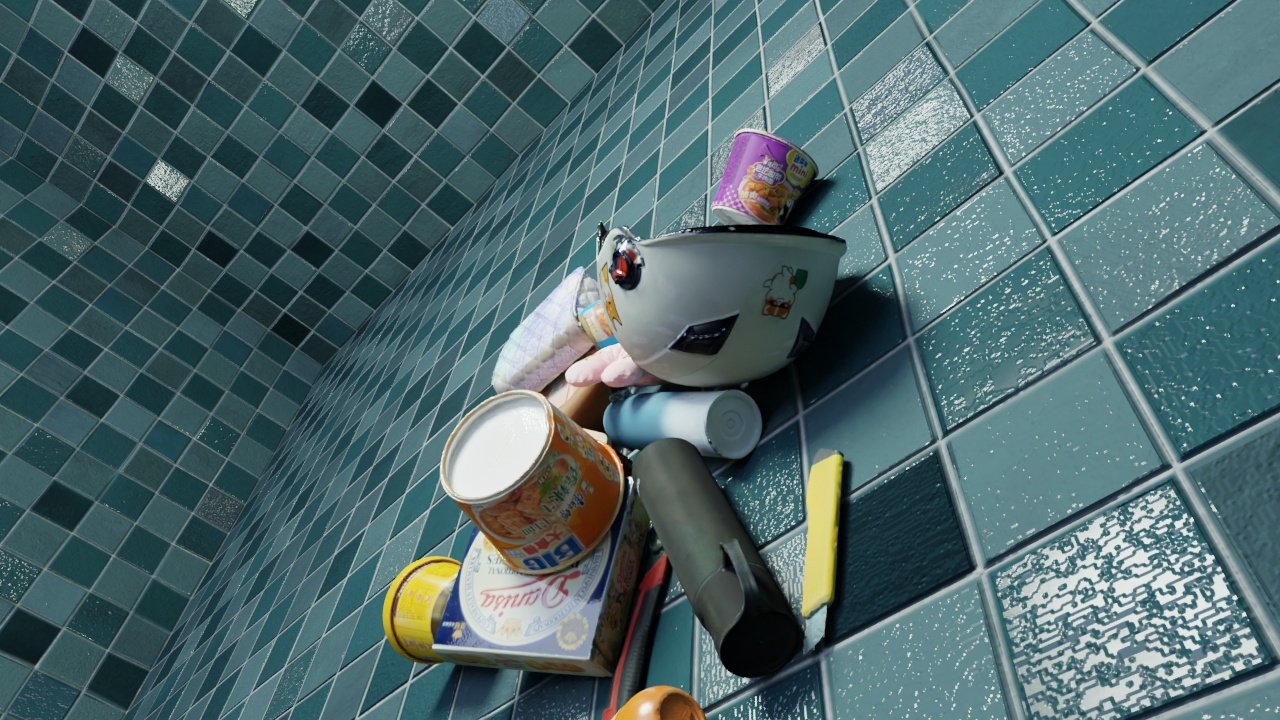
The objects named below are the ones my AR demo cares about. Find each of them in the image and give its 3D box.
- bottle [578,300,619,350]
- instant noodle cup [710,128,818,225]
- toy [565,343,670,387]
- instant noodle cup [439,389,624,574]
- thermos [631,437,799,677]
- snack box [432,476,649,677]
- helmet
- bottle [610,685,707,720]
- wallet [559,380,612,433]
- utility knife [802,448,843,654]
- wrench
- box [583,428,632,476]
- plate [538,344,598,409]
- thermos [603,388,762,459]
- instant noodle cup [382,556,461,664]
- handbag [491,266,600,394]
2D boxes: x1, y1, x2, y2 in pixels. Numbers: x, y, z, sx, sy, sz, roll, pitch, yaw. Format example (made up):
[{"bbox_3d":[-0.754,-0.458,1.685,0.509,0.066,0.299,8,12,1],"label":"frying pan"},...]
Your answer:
[{"bbox_3d":[0.031,-0.086,1.122,0.218,0.065,0.065,-31,23,-1],"label":"bottle"},{"bbox_3d":[0.142,-0.202,1.085,0.099,0.111,0.112,-64,23,-6],"label":"instant noodle cup"},{"bbox_3d":[-0.006,0.006,1.005,0.121,0.054,0.159,-2,6,32],"label":"toy"},{"bbox_3d":[-0.105,0.106,0.850,0.152,0.111,0.151,-19,45,20],"label":"instant noodle cup"},{"bbox_3d":[0.054,0.137,0.734,0.068,0.090,0.242,-10,25,-12],"label":"thermos"},{"bbox_3d":[-0.090,0.201,0.875,0.178,0.046,0.182,-7,51,30],"label":"snack box"},{"bbox_3d":[0.068,-0.050,0.880,0.274,0.229,0.157,-163,74,-65],"label":"helmet"},{"bbox_3d":[-0.014,0.296,0.672,0.150,0.066,0.066,-47,21,32],"label":"bottle"},{"bbox_3d":[-0.078,0.085,1.085,0.031,0.108,0.131,31,72,23],"label":"wallet"},{"bbox_3d":[0.135,0.135,0.682,0.033,0.015,0.180,-38,26,41],"label":"utility knife"},{"bbox_3d":[0.008,0.217,0.807,0.056,0.016,0.272,-29,30,45],"label":"wrench"},{"bbox_3d":[-0.079,0.163,0.992,0.091,0.075,0.168,9,62,45],"label":"box"},{"bbox_3d":[-0.074,0.005,1.257,0.230,0.028,0.229,-44,19,19],"label":"plate"},{"bbox_3d":[0.032,0.062,0.928,0.221,0.070,0.070,-4,51,60],"label":"thermos"},{"bbox_3d":[-0.203,0.278,1.004,0.115,0.118,0.118,-10,46,50],"label":"instant noodle cup"},{"bbox_3d":[-0.120,-0.032,1.277,0.194,0.075,0.133,-39,24,36],"label":"handbag"}]
